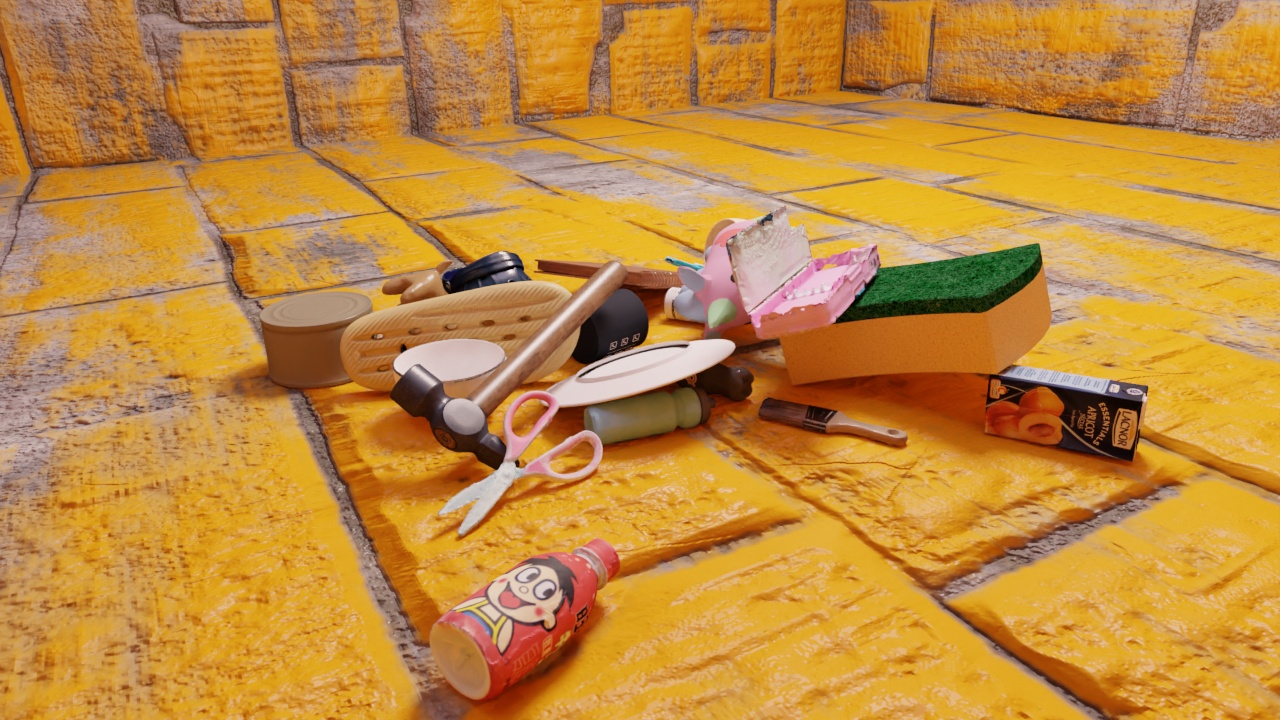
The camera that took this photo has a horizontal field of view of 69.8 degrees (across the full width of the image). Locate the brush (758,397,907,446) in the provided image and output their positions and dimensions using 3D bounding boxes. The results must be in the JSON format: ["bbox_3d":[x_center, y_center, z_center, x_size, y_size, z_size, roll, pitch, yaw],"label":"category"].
[{"bbox_3d":[0.184,0.059,0.890,0.151,0.012,0.038,13,26,29],"label":"brush"}]

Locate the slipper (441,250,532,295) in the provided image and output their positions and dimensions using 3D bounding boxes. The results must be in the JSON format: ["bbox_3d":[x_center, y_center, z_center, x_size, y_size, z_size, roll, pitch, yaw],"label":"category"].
[{"bbox_3d":[-0.195,-0.096,1.196,0.105,0.095,0.253,-13,21,-31],"label":"slipper"}]

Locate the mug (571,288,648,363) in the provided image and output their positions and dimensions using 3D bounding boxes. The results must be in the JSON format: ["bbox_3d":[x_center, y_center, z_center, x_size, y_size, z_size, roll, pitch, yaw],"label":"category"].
[{"bbox_3d":[-0.052,-0.037,1.085,0.077,0.071,0.105,-21,2,-38],"label":"mug"}]

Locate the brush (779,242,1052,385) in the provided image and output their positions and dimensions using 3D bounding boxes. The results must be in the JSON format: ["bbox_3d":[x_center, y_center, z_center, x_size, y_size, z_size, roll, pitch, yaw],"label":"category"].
[{"bbox_3d":[0.289,-0.048,0.971,0.251,0.075,0.194,-5,17,40],"label":"brush"}]

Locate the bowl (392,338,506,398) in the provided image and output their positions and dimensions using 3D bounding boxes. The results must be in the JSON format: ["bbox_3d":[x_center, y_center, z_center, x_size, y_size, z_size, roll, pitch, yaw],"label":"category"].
[{"bbox_3d":[-0.191,0.026,0.933,0.113,0.063,0.113,-2,22,1],"label":"bowl"}]

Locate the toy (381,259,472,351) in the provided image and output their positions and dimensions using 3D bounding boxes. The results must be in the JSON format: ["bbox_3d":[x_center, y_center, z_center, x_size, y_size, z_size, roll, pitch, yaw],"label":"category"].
[{"bbox_3d":[-0.248,-0.052,1.085,0.105,0.108,0.134,-35,36,-26],"label":"toy"}]

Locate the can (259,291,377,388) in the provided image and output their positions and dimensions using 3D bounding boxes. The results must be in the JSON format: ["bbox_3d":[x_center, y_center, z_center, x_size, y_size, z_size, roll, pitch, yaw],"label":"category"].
[{"bbox_3d":[-0.369,-0.026,1.061,0.128,0.073,0.127,-2,22,1],"label":"can"}]

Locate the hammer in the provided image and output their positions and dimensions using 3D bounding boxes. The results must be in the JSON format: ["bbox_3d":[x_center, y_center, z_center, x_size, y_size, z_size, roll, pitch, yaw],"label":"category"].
[{"bbox_3d":[-0.096,-0.016,0.913,0.129,0.040,0.320,39,45,2],"label":"hammer"}]

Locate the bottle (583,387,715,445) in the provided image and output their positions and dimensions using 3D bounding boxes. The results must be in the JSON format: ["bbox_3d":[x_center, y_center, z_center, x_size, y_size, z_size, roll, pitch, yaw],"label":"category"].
[{"bbox_3d":[0.012,0.052,0.885,0.130,0.040,0.040,-10,24,-18],"label":"bottle"}]

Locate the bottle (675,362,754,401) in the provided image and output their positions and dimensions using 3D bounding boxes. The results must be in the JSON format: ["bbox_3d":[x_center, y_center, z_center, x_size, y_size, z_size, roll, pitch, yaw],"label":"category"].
[{"bbox_3d":[0.066,0.016,0.972,0.110,0.036,0.036,13,27,32],"label":"bottle"}]

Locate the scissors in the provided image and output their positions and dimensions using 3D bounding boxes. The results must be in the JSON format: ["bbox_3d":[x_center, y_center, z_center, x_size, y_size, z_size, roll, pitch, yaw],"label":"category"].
[{"bbox_3d":[-0.096,0.102,0.785,0.105,0.016,0.178,36,45,0],"label":"scissors"}]

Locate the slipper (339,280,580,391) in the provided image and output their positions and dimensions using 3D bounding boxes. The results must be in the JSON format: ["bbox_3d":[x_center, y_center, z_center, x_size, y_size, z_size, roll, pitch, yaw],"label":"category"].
[{"bbox_3d":[-0.196,-0.021,1.020,0.261,0.111,0.079,-9,2,-5],"label":"slipper"}]

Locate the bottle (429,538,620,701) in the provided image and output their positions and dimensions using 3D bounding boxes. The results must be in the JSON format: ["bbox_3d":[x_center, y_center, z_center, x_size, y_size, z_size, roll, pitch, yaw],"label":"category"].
[{"bbox_3d":[-0.067,0.160,0.601,0.062,0.062,0.137,15,29,35],"label":"bottle"}]

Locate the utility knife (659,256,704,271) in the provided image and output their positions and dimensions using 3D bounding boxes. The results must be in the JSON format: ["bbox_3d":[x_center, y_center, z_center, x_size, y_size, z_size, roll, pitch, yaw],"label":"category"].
[{"bbox_3d":[0.063,-0.137,1.314,0.022,0.015,0.124,21,8,37],"label":"utility knife"}]

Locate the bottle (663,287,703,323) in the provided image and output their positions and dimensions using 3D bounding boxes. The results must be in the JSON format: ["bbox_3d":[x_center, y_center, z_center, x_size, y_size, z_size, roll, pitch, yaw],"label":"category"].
[{"bbox_3d":[0.089,-0.066,1.165,0.116,0.041,0.041,9,25,25],"label":"bottle"}]

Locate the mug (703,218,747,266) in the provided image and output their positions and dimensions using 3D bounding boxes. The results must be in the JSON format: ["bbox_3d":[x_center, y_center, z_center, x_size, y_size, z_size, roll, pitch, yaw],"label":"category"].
[{"bbox_3d":[0.148,-0.142,1.281,0.099,0.096,0.120,4,-8,-29],"label":"mug"}]

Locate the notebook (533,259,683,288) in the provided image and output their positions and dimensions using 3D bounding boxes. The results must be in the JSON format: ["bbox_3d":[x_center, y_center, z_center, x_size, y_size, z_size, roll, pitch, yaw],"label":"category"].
[{"bbox_3d":[-0.019,-0.118,1.248,0.169,0.022,0.210,10,8,26],"label":"notebook"}]

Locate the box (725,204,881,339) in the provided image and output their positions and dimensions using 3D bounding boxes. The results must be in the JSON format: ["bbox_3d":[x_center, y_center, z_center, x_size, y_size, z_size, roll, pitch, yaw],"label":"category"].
[{"bbox_3d":[0.175,-0.107,0.943,0.087,0.106,0.229,-9,15,30],"label":"box"}]

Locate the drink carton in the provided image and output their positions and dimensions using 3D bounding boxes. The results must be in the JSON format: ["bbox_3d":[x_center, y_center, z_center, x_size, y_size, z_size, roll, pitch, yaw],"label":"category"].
[{"bbox_3d":[0.387,0.046,0.838,0.130,0.064,0.040,11,28,32],"label":"drink carton"}]

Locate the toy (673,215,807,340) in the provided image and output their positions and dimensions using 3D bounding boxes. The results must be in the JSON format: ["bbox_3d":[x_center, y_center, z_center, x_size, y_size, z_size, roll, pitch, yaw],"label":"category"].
[{"bbox_3d":[0.112,-0.103,1.096,0.171,0.120,0.222,-21,26,-4],"label":"toy"}]

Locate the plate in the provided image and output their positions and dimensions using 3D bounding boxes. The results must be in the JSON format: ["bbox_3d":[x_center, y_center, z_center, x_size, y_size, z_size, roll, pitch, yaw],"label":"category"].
[{"bbox_3d":[-0.006,0.006,0.945,0.208,0.015,0.208,-16,10,3],"label":"plate"}]
